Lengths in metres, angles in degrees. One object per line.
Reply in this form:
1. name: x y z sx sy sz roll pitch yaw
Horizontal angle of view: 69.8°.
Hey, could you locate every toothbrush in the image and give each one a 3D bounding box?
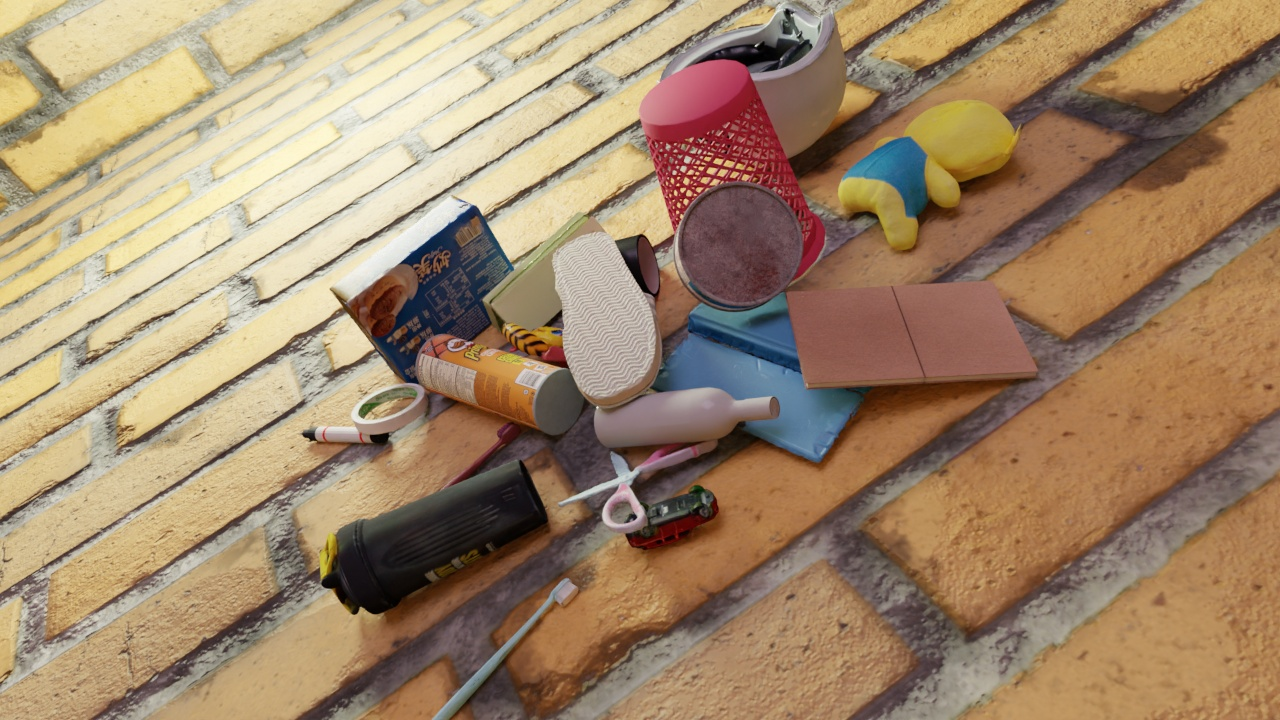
1. toothbrush: -0.124 0.266 0.827 0.180 0.016 0.016 -43 51 -19
2. toothbrush: -0.207 0.135 1.018 0.189 0.016 0.016 -43 37 -18

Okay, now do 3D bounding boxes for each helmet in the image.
1. helmet: 0.155 -0.355 1.232 0.236 0.164 0.264 -37 33 -17

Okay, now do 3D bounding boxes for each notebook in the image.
1. notebook: 0.254 -0.028 0.887 0.209 0.008 0.141 -3 41 2

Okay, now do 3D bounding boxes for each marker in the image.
1. marker: -0.378 0.094 1.158 0.146 0.019 0.019 -1 46 29

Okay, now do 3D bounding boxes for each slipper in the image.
1. slipper: -0.041 -0.050 1.019 0.114 0.054 0.272 -26 45 9

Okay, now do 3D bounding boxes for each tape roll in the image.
1. tape roll: -0.311 0.059 1.140 0.094 0.018 0.093 -13 27 6

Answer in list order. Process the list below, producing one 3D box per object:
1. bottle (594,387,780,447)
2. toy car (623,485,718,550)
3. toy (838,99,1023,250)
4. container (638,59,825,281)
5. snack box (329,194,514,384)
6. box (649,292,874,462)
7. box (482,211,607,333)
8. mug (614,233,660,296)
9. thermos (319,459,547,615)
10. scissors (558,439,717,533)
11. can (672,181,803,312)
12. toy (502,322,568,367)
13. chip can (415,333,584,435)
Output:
1. bottle: 0.046 0.055 0.908 0.196 0.052 0.052 -8 42 36
2. toy car: 0.029 0.146 0.850 0.091 0.036 0.042 -24 20 7
3. toy: 0.335 -0.232 1.058 0.214 0.084 0.149 -34 41 -4
4. container: 0.096 -0.211 1.056 0.183 0.226 0.182 -16 40 14
5. snack box: -0.269 -0.090 1.190 0.202 0.155 0.069 -42 42 -17
6. box: 0.136 -0.004 0.940 0.232 0.048 0.176 21 56 40
7. box: -0.120 -0.113 1.196 0.187 0.077 0.091 -44 43 -18
8. mug: -0.026 -0.114 1.149 0.088 0.078 0.113 -11 15 19
9. thermos: -0.207 0.175 0.916 0.221 0.098 0.098 -24 39 -2
10. scissors: 0.001 0.115 0.889 0.170 0.013 0.172 -20 20 -4
11. can: 0.101 -0.118 0.957 0.130 0.130 0.044 -33 -2 -6
12. toy: -0.116 -0.021 1.094 0.084 0.103 0.046 42 115 45
13. chip can: -0.168 0.025 1.069 0.215 0.075 0.075 15 55 40
